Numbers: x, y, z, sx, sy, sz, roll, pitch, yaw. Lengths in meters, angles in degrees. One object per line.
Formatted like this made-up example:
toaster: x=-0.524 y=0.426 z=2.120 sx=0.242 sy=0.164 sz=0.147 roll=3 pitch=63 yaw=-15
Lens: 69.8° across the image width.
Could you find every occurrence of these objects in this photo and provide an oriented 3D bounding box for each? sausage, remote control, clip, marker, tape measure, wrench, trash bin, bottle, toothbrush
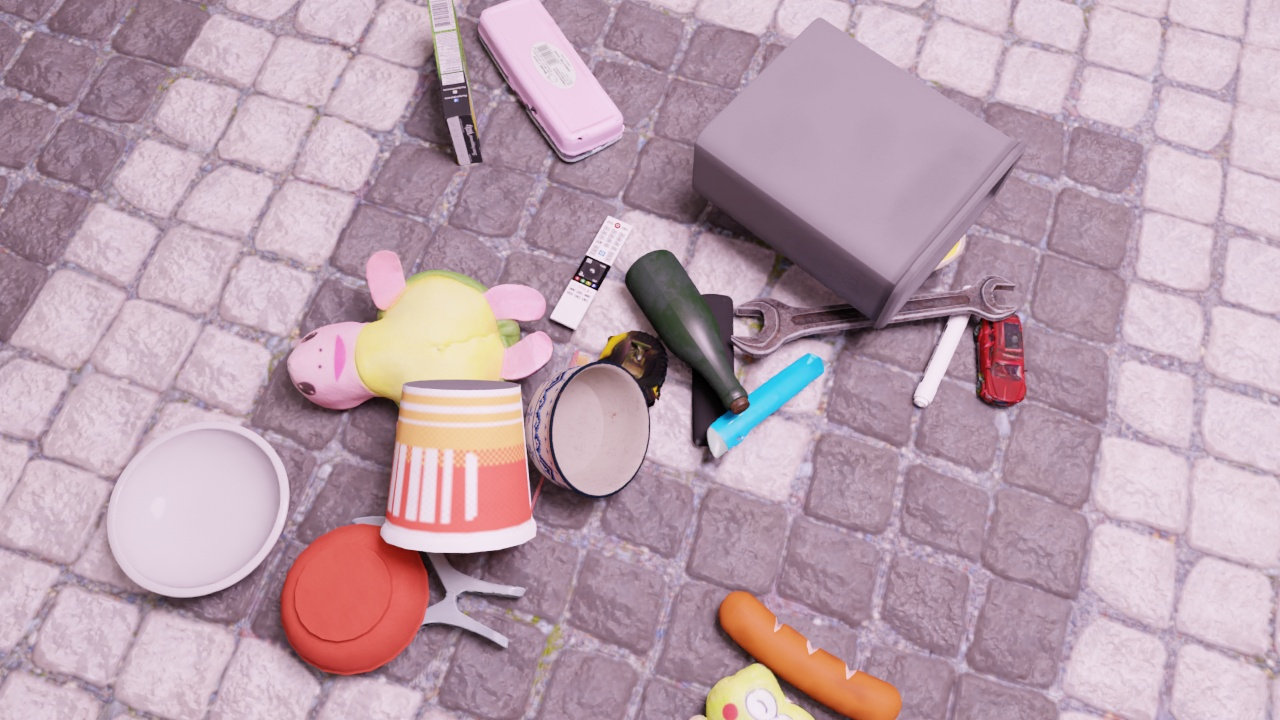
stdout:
sausage: x=0.136 y=0.247 z=0.753 sx=0.164 sy=0.039 sz=0.044 roll=31 pitch=66 yaw=10
remote control: x=-0.047 y=-0.085 z=0.893 sx=0.028 sy=0.012 sz=0.124 roll=25 pitch=71 yaw=8
clip: x=-0.193 y=0.218 z=0.766 sx=0.172 sy=0.029 sz=0.143 roll=24 pitch=72 yaw=10
marker: x=0.289 y=-0.013 z=0.868 sx=0.017 sy=0.020 sz=0.133 roll=31 pitch=73 yaw=-5
remote control: x=0.068 y=0.006 z=0.855 sx=0.041 sy=0.020 sz=0.151 roll=1 pitch=68 yaw=-2
tape measure: x=-0.005 y=0.005 z=0.845 sx=0.067 sy=0.038 sz=0.062 roll=22 pitch=69 yaw=8
wrench: x=0.218 y=-0.045 z=0.859 sx=0.273 sy=0.010 sz=0.070 roll=-7 pitch=50 yaw=0
trash bin: x=0.189 y=-0.171 z=0.822 sx=0.220 sy=0.098 sz=0.191 roll=39 pitch=74 yaw=15
bottle: x=0.048 y=-0.023 z=0.832 sx=0.055 sy=0.055 sz=0.174 roll=-26 pitch=61 yaw=-11
toothbrush: x=-0.078 y=0.076 z=0.830 sx=0.016 sy=0.015 sz=0.184 roll=16 pitch=70 yaw=2

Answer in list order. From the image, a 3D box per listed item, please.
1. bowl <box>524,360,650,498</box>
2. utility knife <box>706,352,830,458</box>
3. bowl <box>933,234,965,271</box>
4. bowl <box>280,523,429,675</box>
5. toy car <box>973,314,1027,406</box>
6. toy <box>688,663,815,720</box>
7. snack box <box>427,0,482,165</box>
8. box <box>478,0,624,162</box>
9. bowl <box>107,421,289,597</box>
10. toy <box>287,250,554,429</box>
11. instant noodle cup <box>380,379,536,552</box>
bowl: x=-0.052 y=0.058 z=0.793 sx=0.059 sy=0.115 sz=0.115 roll=1 pitch=61 yaw=45
utility knife: x=0.117 y=0.037 z=0.836 sx=0.158 sy=0.015 sz=0.031 roll=-33 pitch=80 yaw=-24
bowl: x=0.229 y=-0.167 z=0.904 sx=0.188 sy=0.060 sz=0.219 roll=-25 pitch=71 yaw=-9
bowl: x=-0.236 y=0.189 z=0.743 sx=0.122 sy=0.035 sz=0.121 roll=0 pitch=68 yaw=0
toy car: x=0.338 y=-0.002 z=0.857 sx=0.042 sy=0.036 sz=0.091 roll=6 pitch=74 yaw=0
toy: x=0.080 y=0.304 z=0.728 sx=0.115 sy=0.046 sz=0.092 roll=-41 pitch=78 yaw=-7
snack box: x=-0.188 y=-0.284 z=0.930 sx=0.025 sy=0.080 sz=0.147 roll=-10 pitch=69 yaw=-5
box: x=-0.094 y=-0.298 z=0.963 sx=0.086 sy=0.045 sz=0.202 roll=-28 pitch=71 yaw=-17
bowl: x=-0.372 y=0.129 z=0.788 sx=0.149 sy=0.043 sz=0.149 roll=0 pitch=69 yaw=-1
toy: x=-0.197 y=-0.006 z=0.820 sx=0.238 sy=0.087 sz=0.190 roll=-13 pitch=92 yaw=0
instant noodle cup: x=-0.146 y=0.080 z=0.746 sx=0.123 sy=0.123 sz=0.121 roll=2 pitch=94 yaw=0
